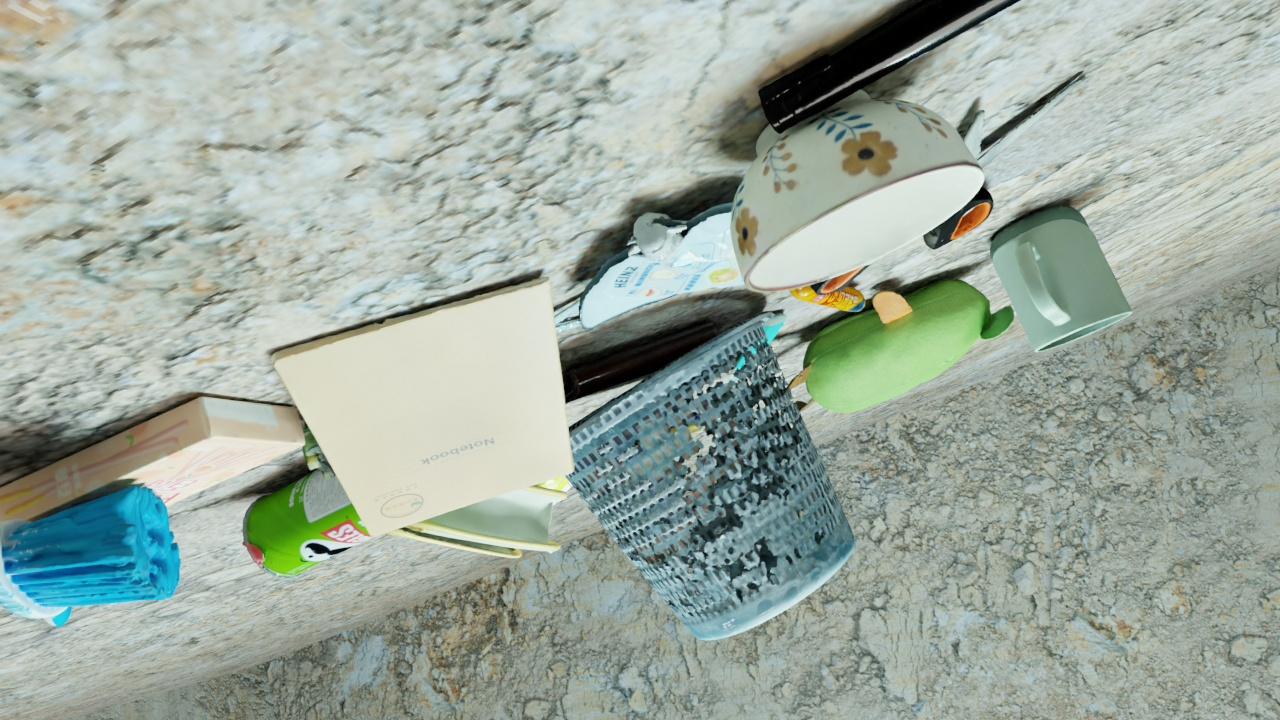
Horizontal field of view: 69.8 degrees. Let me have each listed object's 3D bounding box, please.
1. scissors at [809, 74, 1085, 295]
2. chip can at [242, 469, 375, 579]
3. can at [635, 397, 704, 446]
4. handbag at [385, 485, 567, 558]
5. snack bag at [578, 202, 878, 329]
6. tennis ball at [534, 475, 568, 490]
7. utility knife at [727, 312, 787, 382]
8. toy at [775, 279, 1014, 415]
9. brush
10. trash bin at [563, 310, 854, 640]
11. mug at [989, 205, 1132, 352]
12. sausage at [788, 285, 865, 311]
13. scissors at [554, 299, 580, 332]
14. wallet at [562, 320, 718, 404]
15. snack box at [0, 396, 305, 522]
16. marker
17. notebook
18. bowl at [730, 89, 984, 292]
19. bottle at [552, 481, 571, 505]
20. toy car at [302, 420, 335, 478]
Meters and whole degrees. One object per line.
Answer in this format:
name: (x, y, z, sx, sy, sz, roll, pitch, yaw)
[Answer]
scissors: (0.196, -0.107, 0.596, 0.222, 0.021, 0.221, -37, 162, 36)
chip can: (-0.197, 0.095, 0.693, 0.237, 0.072, 0.072, -27, 166, 24)
can: (-0.008, 0.074, 0.954, 0.148, 0.049, 0.074, -24, 167, 15)
handbag: (-0.177, 0.137, 0.825, 0.179, 0.063, 0.163, -8, 158, 42)
snack bag: (0.062, -0.064, 0.516, 0.190, 0.039, 0.110, -13, 171, -23)
tennis ball: (-0.097, 0.100, 0.888, 0.065, 0.065, 0.065, -20, 168, -5)
utility knife: (0.105, -0.009, 0.868, 0.029, 0.013, 0.210, -18, 165, -11)
toy: (0.238, -0.008, 0.912, 0.247, 0.090, 0.227, -25, 157, 3)
brush: (-0.338, 0.133, 0.562, 0.109, 0.060, 0.315, -8, 166, -21)
trash bin: (0.058, 0.101, 0.730, 0.226, 0.195, 0.226, -31, 176, -2)
mug: (0.347, -0.070, 0.775, 0.082, 0.106, 0.111, -29, 165, 38)
sausage: (0.152, -0.053, 0.735, 0.021, 0.021, 0.165, -27, 166, 26)
scissors: (-0.080, -0.008, 0.578, 0.133, 0.017, 0.129, -18, 166, -28)
wallet: (-0.004, 0.004, 0.741, 0.122, 0.020, 0.096, -19, 173, -14)
snack box: (-0.284, 0.064, 0.528, 0.157, 0.026, 0.084, -23, 167, 11)
marker: (0.107, -0.129, 0.354, 0.132, 0.020, 0.022, -25, 138, 25)
notebook: (-0.116, 0.037, 0.556, 0.147, 0.008, 0.208, -17, 146, -11)
bowl: (0.089, -0.083, 0.418, 0.113, 0.062, 0.113, -20, 169, -4)
bottle: (-0.113, 0.136, 1.020, 0.109, 0.063, 0.063, -27, 166, 27)
toy car: (-0.194, 0.053, 0.599, 0.043, 0.036, 0.091, -19, 166, -13)
